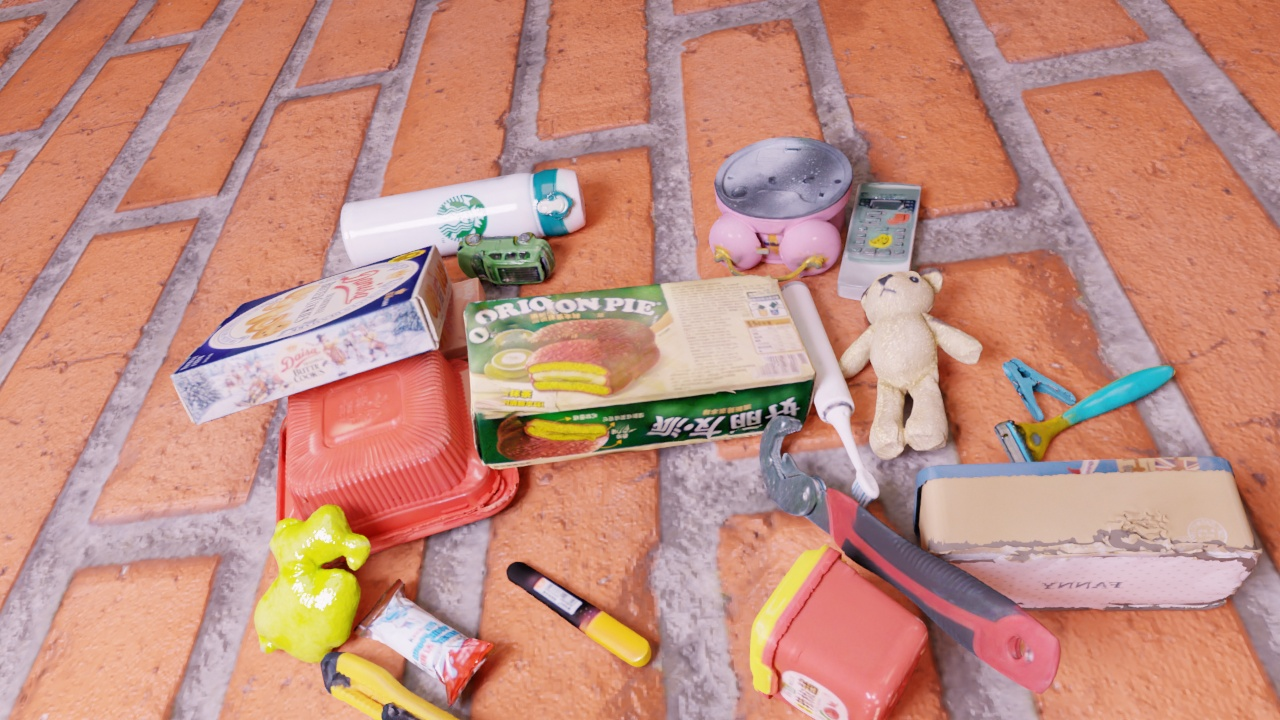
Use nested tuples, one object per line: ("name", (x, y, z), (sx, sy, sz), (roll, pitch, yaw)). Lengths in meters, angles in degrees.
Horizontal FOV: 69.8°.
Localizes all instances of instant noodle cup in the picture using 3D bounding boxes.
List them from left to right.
("instant noodle cup", (-0.192, 0.059, 0.687), (0.189, 0.079, 0.164), (-17, 47, -4))

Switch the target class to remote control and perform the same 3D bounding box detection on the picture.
("remote control", (0.203, -0.102, 0.775), (0.056, 0.019, 0.134), (6, 50, 19))

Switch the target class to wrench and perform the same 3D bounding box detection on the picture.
("wrench", (0.137, 0.102, 0.534), (0.016, 0.056, 0.273), (9, 15, -24))

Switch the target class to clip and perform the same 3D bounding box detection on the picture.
("clip", (0.278, 0.018, 0.650), (0.034, 0.013, 0.055), (-26, 47, -12))

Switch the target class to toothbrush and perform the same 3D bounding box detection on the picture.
("toothbrush", (0.135, 0.017, 0.664), (0.026, 0.026, 0.220), (11, 39, -16))

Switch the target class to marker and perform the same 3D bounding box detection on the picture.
("marker", (-0.043, 0.163, 0.598), (0.124, 0.015, 0.018), (24, 56, 34))

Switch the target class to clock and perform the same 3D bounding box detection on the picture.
("clock", (0.120, -0.124, 0.789), (0.117, 0.060, 0.158), (6, 49, 18))

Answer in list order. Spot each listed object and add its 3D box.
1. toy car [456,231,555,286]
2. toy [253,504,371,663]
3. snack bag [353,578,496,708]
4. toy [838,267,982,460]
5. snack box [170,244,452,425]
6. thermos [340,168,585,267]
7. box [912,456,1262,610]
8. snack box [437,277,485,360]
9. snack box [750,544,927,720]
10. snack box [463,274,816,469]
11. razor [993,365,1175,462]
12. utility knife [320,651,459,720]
("toy car", (-0.123, -0.090, 0.829), (0.091, 0.043, 0.036), (3, 50, 17))
("toy", (-0.219, 0.151, 0.612), (0.097, 0.031, 0.100), (-20, 82, 11))
("snack bag", (-0.141, 0.181, 0.595), (0.104, 0.026, 0.048), (26, 67, 31))
("toy", (0.186, 0.000, 0.654), (0.105, 0.066, 0.157), (-15, 49, 30))
("snack box", (-0.244, -0.028, 0.717), (0.182, 0.046, 0.177), (-18, 21, -2))
("thermos", (-0.162, -0.134, 0.862), (0.224, 0.073, 0.073), (-9, 47, 6))
("box", (0.242, 0.103, 0.530), (0.184, 0.090, 0.063), (-1, 55, 12))
("snack box", (-0.211, -0.019, 0.798), (0.157, 0.026, 0.084), (-13, 46, 2))
("snack box", (0.111, 0.160, 0.512), (0.080, 0.091, 0.081), (28, 60, 26))
("snack box", (-0.004, 0.004, 0.669), (0.240, 0.063, 0.114), (-7, 46, -8))
("razor", (0.302, 0.034, 0.619), (0.132, 0.028, 0.043), (-26, 83, -9))
("utility knife", (-0.127, 0.221, 0.555), (0.190, 0.033, 0.015), (16, 10, 27))
